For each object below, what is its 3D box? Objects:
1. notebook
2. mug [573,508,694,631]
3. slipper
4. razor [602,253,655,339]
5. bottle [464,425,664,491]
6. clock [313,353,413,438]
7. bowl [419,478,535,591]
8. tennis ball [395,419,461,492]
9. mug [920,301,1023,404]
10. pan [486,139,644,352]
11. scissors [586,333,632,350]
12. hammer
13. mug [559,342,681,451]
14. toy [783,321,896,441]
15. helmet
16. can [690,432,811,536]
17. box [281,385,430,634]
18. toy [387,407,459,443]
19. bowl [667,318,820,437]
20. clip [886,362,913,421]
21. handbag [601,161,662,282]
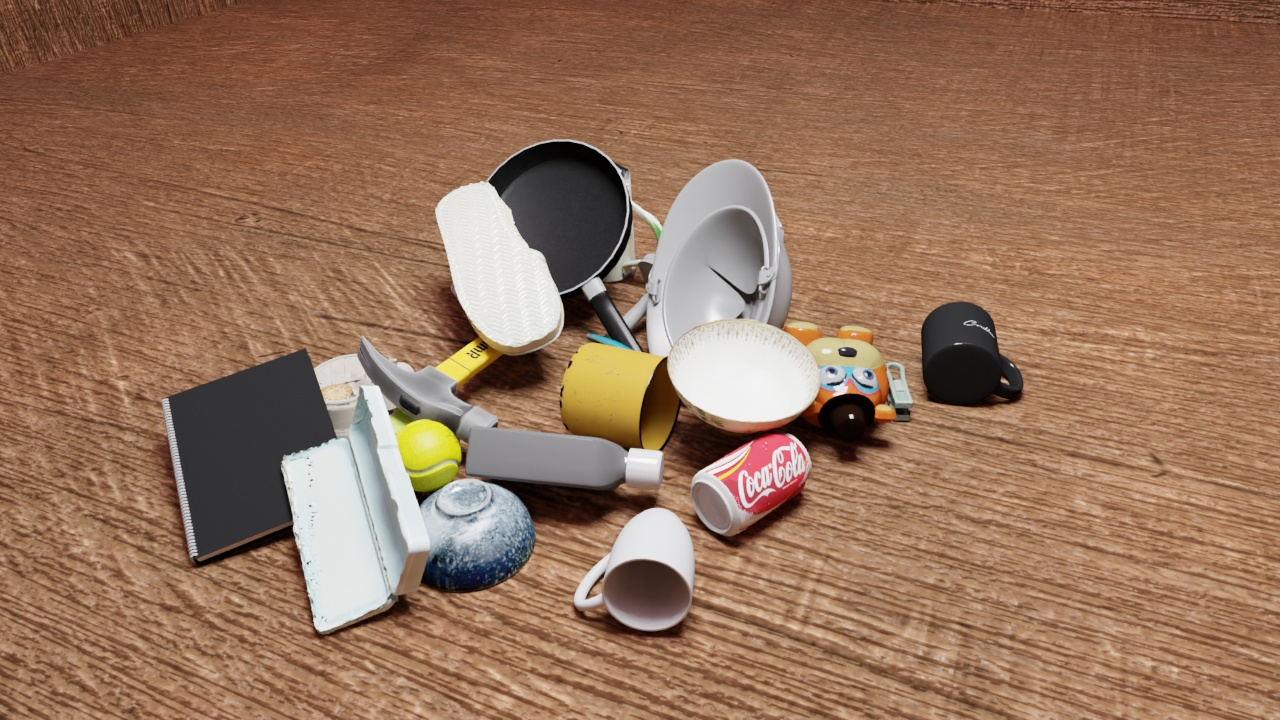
[{"bbox_3d":[-0.373,0.085,0.889,0.148,0.016,0.206,-22,51,-15],"label":"notebook"},{"bbox_3d":[-0.006,0.171,0.759,0.107,0.071,0.089,-24,20,18],"label":"mug"},{"bbox_3d":[-0.166,-0.107,1.057,0.114,0.054,0.272,-23,55,-11],"label":"slipper"},{"bbox_3d":[-0.003,-0.058,1.103,0.047,0.088,0.116,24,61,38],"label":"razor"},{"bbox_3d":[-0.066,0.094,0.851,0.174,0.046,0.084,5,-8,9],"label":"bottle"},{"bbox_3d":[-0.290,0.030,0.983,0.156,0.061,0.103,-11,35,-10],"label":"clock"},{"bbox_3d":[-0.153,0.141,0.808,0.114,0.061,0.114,-3,34,2],"label":"bowl"},{"bbox_3d":[-0.198,0.088,0.844,0.065,0.065,0.065,-2,33,1],"label":"tennis ball"},{"bbox_3d":[0.358,0.000,0.986,0.113,0.078,0.087,27,36,-3],"label":"mug"},{"bbox_3d":[-0.069,-0.108,1.091,0.204,0.044,0.355,-34,69,6],"label":"pan"},{"bbox_3d":[-0.012,0.011,1.005,0.156,0.019,0.124,-26,68,9],"label":"scissors"},{"bbox_3d":[-0.173,-0.018,1.029,0.170,0.034,0.323,29,30,9],"label":"hammer"},{"bbox_3d":[-0.016,0.038,0.934,0.094,0.100,0.123,12,-4,23],"label":"mug"},{"bbox_3d":[0.203,0.021,0.949,0.112,0.096,0.175,4,44,-3],"label":"toy"},{"bbox_3d":[0.110,-0.080,1.041,0.184,0.271,0.117,-1,-13,45],"label":"helmet"},{"bbox_3d":[0.102,0.110,0.835,0.104,0.064,0.064,-26,40,-31],"label":"can"},{"bbox_3d":[-0.248,0.123,0.797,0.126,0.074,0.197,-30,49,-3],"label":"box"},{"bbox_3d":[-0.227,0.081,0.918,0.092,0.043,0.118,-18,39,-28],"label":"toy"},{"bbox_3d":[0.097,0.029,0.897,0.145,0.063,0.145,2,43,-2],"label":"bowl"},{"bbox_3d":[0.273,0.033,0.975,0.023,0.043,0.075,2,35,3],"label":"clip"},{"bbox_3d":[-0.038,-0.174,1.195,0.073,0.151,0.176,-29,42,-34],"label":"handbag"}]
